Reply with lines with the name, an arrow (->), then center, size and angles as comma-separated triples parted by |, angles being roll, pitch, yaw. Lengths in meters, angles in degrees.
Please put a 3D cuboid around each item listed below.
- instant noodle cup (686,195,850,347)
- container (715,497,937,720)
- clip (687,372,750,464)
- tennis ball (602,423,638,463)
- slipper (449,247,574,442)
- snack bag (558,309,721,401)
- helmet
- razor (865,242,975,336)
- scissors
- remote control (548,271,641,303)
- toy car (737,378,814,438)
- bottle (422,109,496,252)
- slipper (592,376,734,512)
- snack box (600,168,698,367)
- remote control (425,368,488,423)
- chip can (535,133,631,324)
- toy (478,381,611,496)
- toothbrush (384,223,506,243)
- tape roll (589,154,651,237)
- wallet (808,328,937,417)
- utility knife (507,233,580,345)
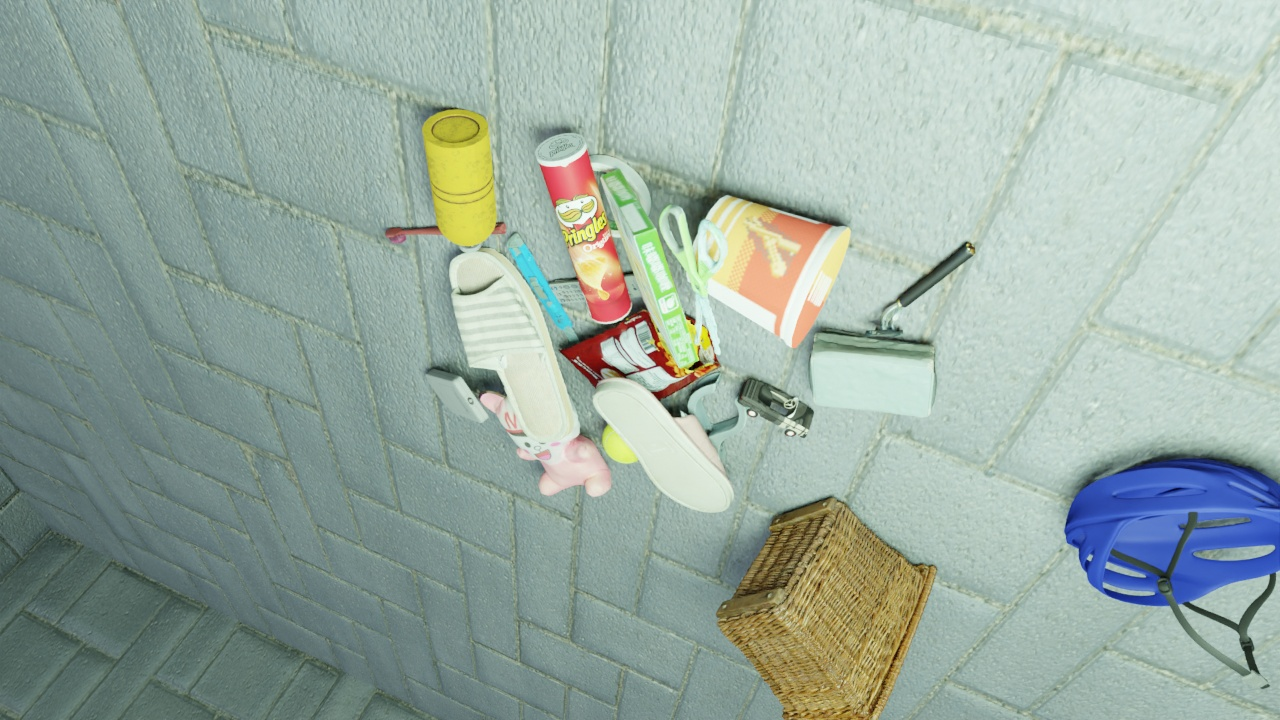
instant noodle cup -> 0.120, -0.094, 0.892 | 0.121, 0.123, 0.124 | 27, 143, 17
container -> 0.232, 0.314, 1.180 | 0.183, 0.249, 0.163 | 47, 140, -9
clip -> 0.077, 0.068, 1.168 | 0.115, 0.028, 0.164 | 25, 141, 8
tennis ball -> -0.019, 0.106, 1.239 | 0.065, 0.065, 0.065 | 18, 141, 15
slipper -> -0.164, -0.011, 1.160 | 0.115, 0.053, 0.273 | -15, 109, 27
snack bag -> -0.007, 0.007, 1.124 | 0.139, 0.066, 0.209 | 37, 144, -17
helmet -> 0.514, 0.202, 0.874 | 0.147, 0.227, 0.242 | 33, 143, -19
razor -> 0.274, -0.068, 0.896 | 0.042, 0.022, 0.145 | -2, 148, -30
scissors -> 0.051, -0.075, 0.881 | 0.093, 0.032, 0.175 | 32, 144, 28
remote control -> -0.049, -0.085, 1.086 | 0.137, 0.013, 0.033 | -3, 132, 35
toy car -> 0.161, 0.054, 1.083 | 0.092, 0.040, 0.037 | 28, 140, -2
bottle -> -0.198, -0.190, 1.022 | 0.071, 0.070, 0.164 | 20, 141, 13
slipper -> 0.036, 0.104, 1.166 | 0.114, 0.054, 0.274 | -6, 136, 36
snack box -> 0.009, -0.093, 0.929 | 0.027, 0.132, 0.168 | -23, 130, -2
remote control -> -0.267, 0.048, 1.327 | 0.074, 0.019, 0.151 | 59, 158, -20
chip can -> -0.056, -0.134, 0.976 | 0.052, 0.051, 0.215 | 9, 138, 25
toy -> -0.126, 0.106, 1.295 | 0.142, 0.084, 0.213 | -4, 132, 35
toothbrush -> -0.242, -0.156, 1.129 | 0.190, 0.016, 0.016 | 2, 139, 31
tape roll -> -0.035, -0.174, 0.975 | 0.094, 0.018, 0.094 | 18, 140, 15
wallet -> 0.248, 0.013, 0.977 | 0.132, 0.054, 0.100 | 11, 147, 20
utility knife -> -0.116, -0.081, 1.135 | 0.031, 0.015, 0.185 | 0, 135, 39
